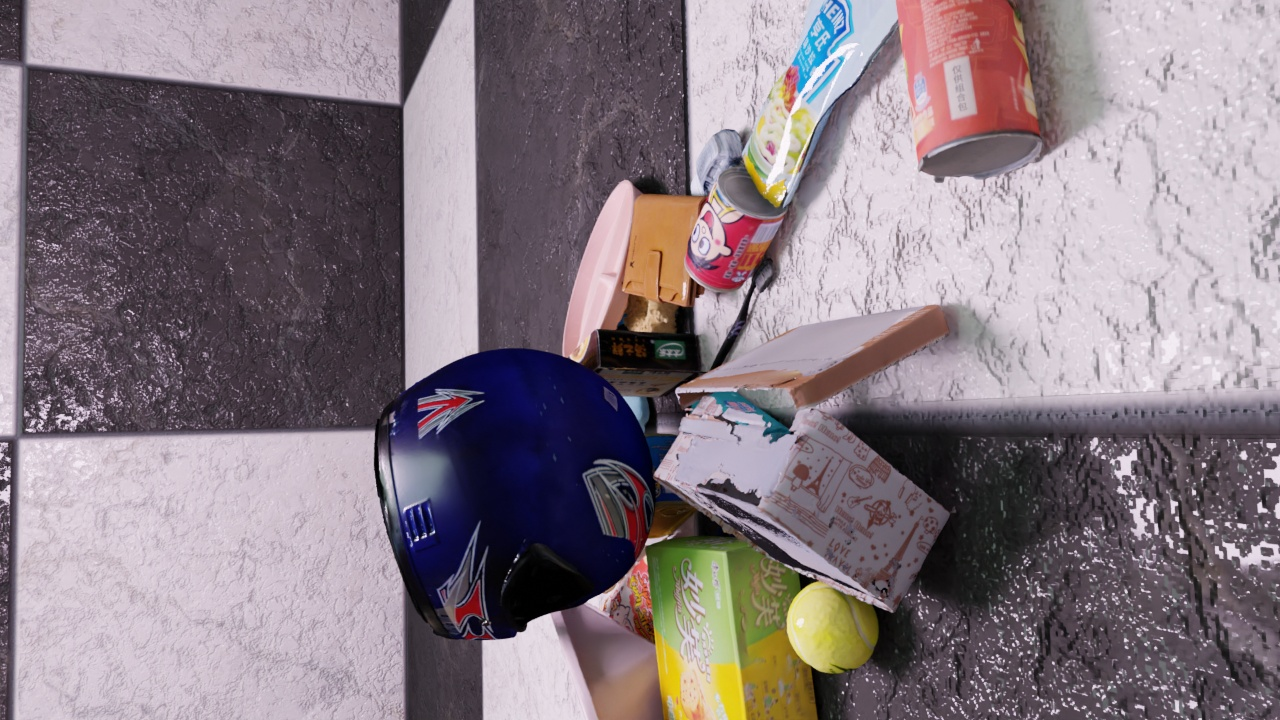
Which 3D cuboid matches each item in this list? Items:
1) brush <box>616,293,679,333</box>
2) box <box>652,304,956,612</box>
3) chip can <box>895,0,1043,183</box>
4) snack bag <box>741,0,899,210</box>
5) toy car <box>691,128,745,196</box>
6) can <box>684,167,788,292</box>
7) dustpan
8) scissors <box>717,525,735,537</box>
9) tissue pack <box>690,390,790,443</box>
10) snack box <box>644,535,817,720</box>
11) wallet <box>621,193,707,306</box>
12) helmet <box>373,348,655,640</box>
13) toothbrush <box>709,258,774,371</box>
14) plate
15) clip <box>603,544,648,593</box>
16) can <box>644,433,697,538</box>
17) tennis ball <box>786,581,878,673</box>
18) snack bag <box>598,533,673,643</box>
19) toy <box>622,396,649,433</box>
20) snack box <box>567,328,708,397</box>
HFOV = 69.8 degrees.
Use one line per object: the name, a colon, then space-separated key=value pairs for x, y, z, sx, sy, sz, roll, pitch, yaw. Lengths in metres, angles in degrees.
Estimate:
brush: x=-0.012 y=-0.052 z=1.072 sx=0.255 sy=0.045 sz=0.083 roll=173 pitch=97 yaw=-71
box: x=0.124 y=0.042 z=0.652 sx=0.187 sy=0.155 sz=0.183 roll=-55 pitch=19 yaw=-12
chip can: x=0.187 y=-0.219 z=0.546 sx=0.073 sy=0.073 sz=0.216 roll=151 pitch=117 yaw=-64
snack bag: x=0.136 y=-0.219 z=0.715 sx=0.191 sy=0.038 sz=0.110 roll=115 pitch=158 yaw=-44
toy car: x=0.070 y=-0.180 z=0.875 sx=0.091 sy=0.034 sz=0.043 roll=123 pitch=138 yaw=-55
can: x=0.081 y=-0.112 z=0.803 sx=0.094 sy=0.066 sz=0.066 roll=115 pitch=147 yaw=-45
dustpan: x=-0.048 y=0.367 z=0.916 sx=0.274 sy=0.138 sz=0.222 roll=0 pitch=113 yaw=51
scissors: x=0.086 y=0.233 z=0.861 sx=0.165 sy=0.012 sz=0.157 roll=-135 pitch=50 yaw=-56
tissue pack: x=0.081 y=0.082 z=0.824 sx=0.133 sy=0.050 sz=0.093 roll=-140 pitch=53 yaw=-62
snack box: x=0.076 y=0.260 z=0.792 sx=0.158 sy=0.070 sz=0.210 roll=160 pitch=105 yaw=-64
wallet: x=0.027 y=-0.111 z=0.911 sx=0.132 sy=0.031 sz=0.108 roll=22 pitch=105 yaw=60
helmet: x=-0.105 y=0.133 z=0.884 sx=0.316 sy=0.240 sz=0.246 roll=85 pitch=174 yaw=-48
toothbrush: x=0.087 y=-0.022 z=0.859 sx=0.016 sy=0.014 sz=0.189 roll=58 pitch=143 yaw=32
plate: x=-0.042 y=-0.098 z=1.079 sx=0.230 sy=0.028 sz=0.229 roll=-165 pitch=91 yaw=-74
clip: x=-0.018 y=0.235 z=1.085 sx=0.071 sy=0.034 sz=0.100 roll=-115 pitch=38 yaw=-47
can: x=0.014 y=0.135 z=0.978 sx=0.102 sy=0.057 sz=0.083 roll=125 pitch=141 yaw=-54
tennis ball: x=0.139 y=0.192 z=0.664 sx=0.065 sy=0.065 sz=0.065 roll=180 pitch=90 yaw=-67
snack bag: x=0.001 y=0.293 z=1.017 sx=0.208 sy=0.073 sz=0.128 roll=-54 pitch=40 yaw=43
toy: x=-0.037 y=0.056 z=1.084 sx=0.156 sy=0.049 sz=0.161 roll=13 pitch=79 yaw=46
snack box: x=-0.006 y=0.006 z=0.950 sx=0.126 sy=0.113 sz=0.053 roll=140 pitch=128 yaw=-60
